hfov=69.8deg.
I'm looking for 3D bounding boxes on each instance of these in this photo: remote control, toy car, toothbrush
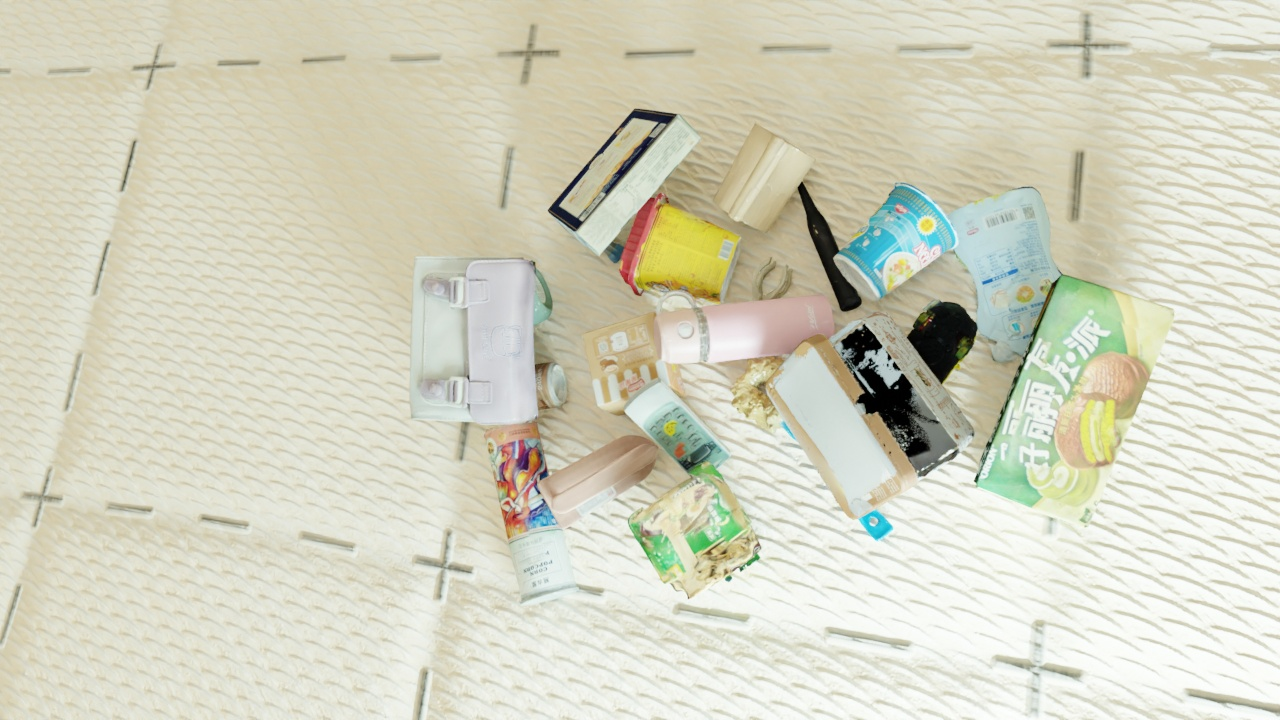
[{"bbox_3d":[0.043,0.081,1.064,0.056,0.019,0.135,-39,110,13],"label":"remote control"},{"bbox_3d":[0.314,0.006,1.024,0.071,0.041,0.156,37,96,21],"label":"toy car"},{"bbox_3d":[0.215,-0.158,1.102,0.026,0.027,0.212,-28,70,26],"label":"toothbrush"}]

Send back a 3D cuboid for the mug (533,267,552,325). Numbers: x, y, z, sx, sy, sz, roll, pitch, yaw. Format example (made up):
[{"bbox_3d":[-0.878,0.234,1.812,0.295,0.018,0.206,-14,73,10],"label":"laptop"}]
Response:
[{"bbox_3d":[-0.177,-0.084,1.187,0.106,0.082,0.111,-23,55,13],"label":"mug"}]

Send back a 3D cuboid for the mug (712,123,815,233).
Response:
[{"bbox_3d":[0.142,-0.212,1.075,0.084,0.124,0.104,32,107,4],"label":"mug"}]

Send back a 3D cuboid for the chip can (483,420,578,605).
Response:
[{"bbox_3d":[-0.135,0.183,1.118,0.071,0.071,0.214,-20,72,13],"label":"chip can"}]

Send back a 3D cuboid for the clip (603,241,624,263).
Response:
[{"bbox_3d":[-0.046,-0.150,1.191,0.056,0.027,0.024,37,94,11],"label":"clip"}]

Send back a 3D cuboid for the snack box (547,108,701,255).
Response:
[{"bbox_3d":[-0.027,-0.224,1.124,0.046,0.182,0.178,40,93,-23],"label":"snack box"}]

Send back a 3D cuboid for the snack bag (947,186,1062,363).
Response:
[{"bbox_3d":[0.416,-0.092,1.015,0.110,0.039,0.191,-16,77,8],"label":"snack bag"}]

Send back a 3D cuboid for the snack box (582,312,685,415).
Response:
[{"bbox_3d":[-0.007,0.006,1.110,0.093,0.077,0.094,-16,74,13],"label":"snack box"}]

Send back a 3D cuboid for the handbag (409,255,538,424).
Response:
[{"bbox_3d":[-0.198,-0.024,1.096,0.145,0.098,0.197,1,90,9],"label":"handbag"}]

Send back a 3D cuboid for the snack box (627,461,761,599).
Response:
[{"bbox_3d":[0.072,0.196,1.030,0.118,0.105,0.117,-36,68,7],"label":"snack box"}]

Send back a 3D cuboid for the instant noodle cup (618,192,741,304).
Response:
[{"bbox_3d":[0.051,-0.126,1.108,0.124,0.116,0.116,19,84,9],"label":"instant noodle cup"}]

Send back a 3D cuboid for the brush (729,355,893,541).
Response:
[{"bbox_3d":[0.196,0.099,1.049,0.083,0.046,0.254,-39,73,2],"label":"brush"}]

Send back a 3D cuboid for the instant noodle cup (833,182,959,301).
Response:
[{"bbox_3d":[0.280,-0.127,1.029,0.110,0.099,0.099,-43,69,0],"label":"instant noodle cup"}]

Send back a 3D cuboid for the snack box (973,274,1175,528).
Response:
[{"bbox_3d":[0.443,0.041,0.946,0.114,0.063,0.240,22,94,17],"label":"snack box"}]

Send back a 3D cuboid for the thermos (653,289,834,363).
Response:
[{"bbox_3d":[0.115,-0.044,1.050,0.198,0.067,0.087,-5,76,-6],"label":"thermos"}]

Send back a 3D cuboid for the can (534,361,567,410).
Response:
[{"bbox_3d":[-0.155,0.037,1.162,0.116,0.058,0.058,-9,76,16],"label":"can"}]

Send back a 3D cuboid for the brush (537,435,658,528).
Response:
[{"bbox_3d":[-0.044,0.137,1.081,0.145,0.073,0.063,-29,92,-11],"label":"brush"}]

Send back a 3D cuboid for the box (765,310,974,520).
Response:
[{"bbox_3d":[0.222,0.059,0.954,0.149,0.157,0.181,-41,77,30],"label":"box"}]

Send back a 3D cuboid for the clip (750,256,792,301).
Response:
[{"bbox_3d":[0.138,-0.079,1.107,0.076,0.034,0.103,41,101,19],"label":"clip"}]
